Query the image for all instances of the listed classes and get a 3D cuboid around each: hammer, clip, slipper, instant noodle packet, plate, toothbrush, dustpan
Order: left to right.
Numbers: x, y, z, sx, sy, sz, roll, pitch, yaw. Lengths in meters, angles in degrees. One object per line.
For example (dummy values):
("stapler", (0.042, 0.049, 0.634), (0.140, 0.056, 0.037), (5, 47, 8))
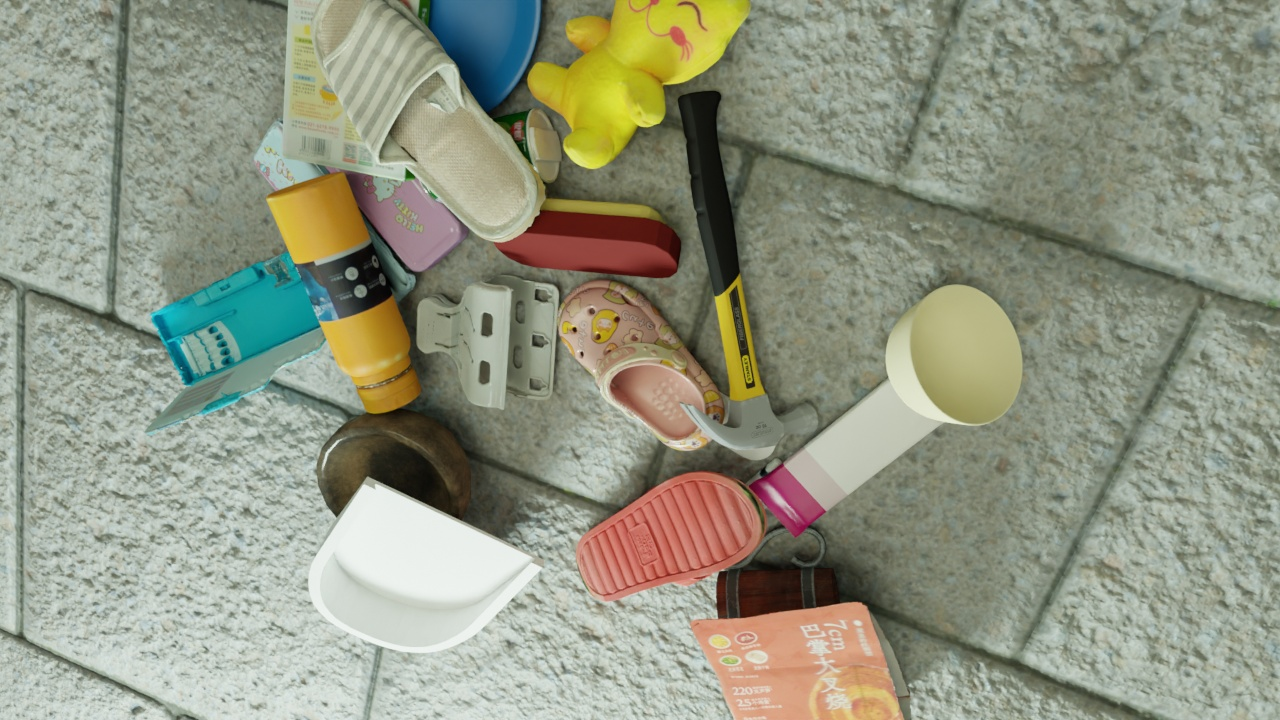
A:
("dustpan", (-0.246, 0.235, 0.963), (0.191, 0.053, 0.259), (29, 139, -16))
("slipper", (-0.191, -0.217, 0.799), (0.115, 0.054, 0.272), (-41, 88, 24))
("plate", (-0.193, -0.329, 0.842), (0.224, 0.024, 0.224), (5, 109, 15))
("clip", (-0.159, -0.022, 0.905), (0.152, 0.105, 0.127), (8, 107, 3))
("slipper", (-0.005, 0.005, 0.856), (0.197, 0.081, 0.093), (44, 110, 9))
("slipper", (0.032, 0.174, 0.914), (0.250, 0.059, 0.103), (-30, 75, 40))
("toothbrush", (0.078, 0.160, 0.930), (0.017, 0.012, 0.187), (39, 114, -13))
("hammer", (0.077, -0.075, 0.820), (0.127, 0.029, 0.324), (-15, 99, -22))
("instant noodle packet", (0.156, 0.301, 0.866), (0.165, 0.083, 0.221), (-13, 130, 20))

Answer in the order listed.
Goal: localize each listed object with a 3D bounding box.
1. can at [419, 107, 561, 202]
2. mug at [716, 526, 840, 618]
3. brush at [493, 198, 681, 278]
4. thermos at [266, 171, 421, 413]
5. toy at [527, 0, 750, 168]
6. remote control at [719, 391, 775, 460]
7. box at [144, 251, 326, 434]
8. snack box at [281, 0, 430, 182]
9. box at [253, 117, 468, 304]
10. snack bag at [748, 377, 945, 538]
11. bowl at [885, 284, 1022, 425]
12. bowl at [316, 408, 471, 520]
("can", (-0.140, -0.189, 0.849), (0.121, 0.067, 0.067), (-7, 105, 19))
("mug", (0.136, 0.225, 0.906), (0.111, 0.081, 0.117), (-9, 81, 15))
("brush", (-0.048, -0.115, 0.843), (0.173, 0.082, 0.041), (6, 74, 14))
("thermos", (-0.284, -0.065, 0.909), (0.076, 0.091, 0.233), (-15, 111, 6))
("toy", (0.004, -0.254, 0.774), (0.194, 0.087, 0.134), (-46, 61, 22))
("remote control", (0.071, 0.052, 0.895), (0.136, 0.013, 0.043), (31, 113, 5))
("box", (-0.421, -0.016, 0.982), (0.228, 0.086, 0.168), (-19, 66, 21))
("snack box", (-0.266, -0.262, 0.852), (0.132, 0.027, 0.168), (13, 107, 12))
("box", (-0.286, -0.165, 0.919), (0.152, 0.040, 0.214), (-38, 94, 27))
("snack bag", (0.197, 0.084, 0.862), (0.197, 0.016, 0.070), (-43, 92, 19))
("bowl", (0.254, 0.001, 0.787), (0.118, 0.117, 0.074), (54, 155, -5))
("bowl", (-0.252, 0.120, 0.970), (0.162, 0.070, 0.162), (7, 120, 12))
